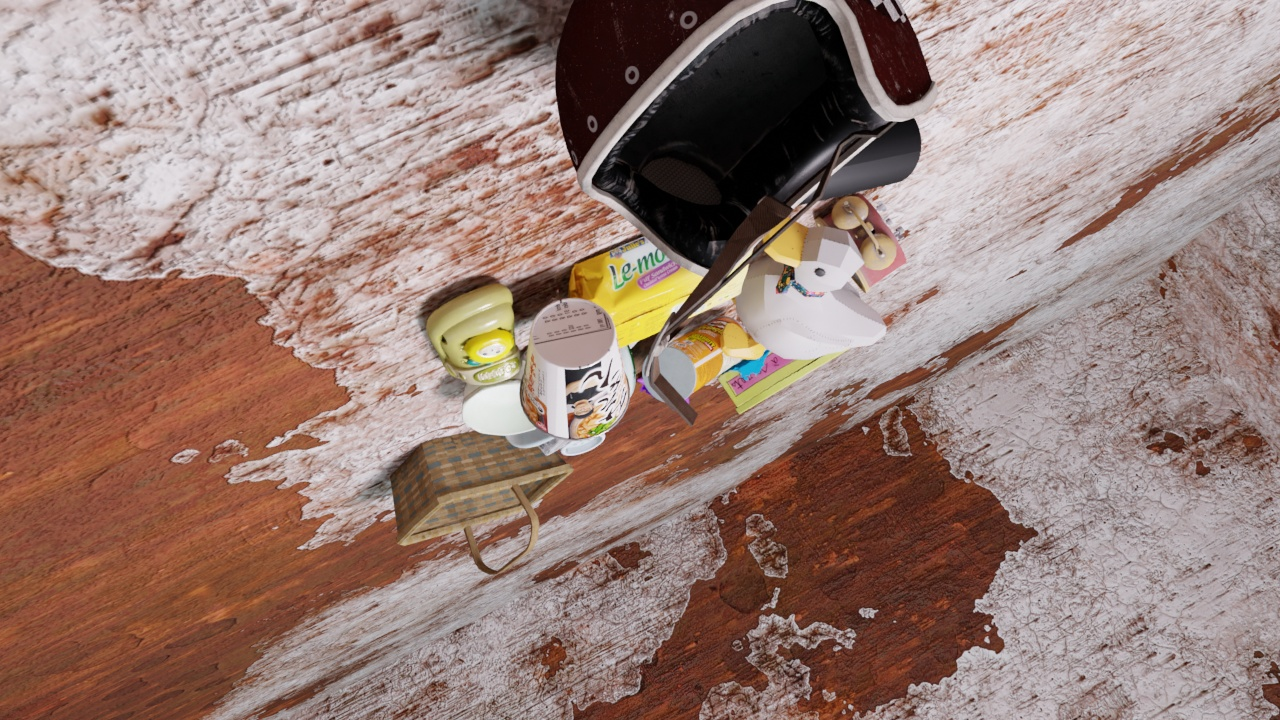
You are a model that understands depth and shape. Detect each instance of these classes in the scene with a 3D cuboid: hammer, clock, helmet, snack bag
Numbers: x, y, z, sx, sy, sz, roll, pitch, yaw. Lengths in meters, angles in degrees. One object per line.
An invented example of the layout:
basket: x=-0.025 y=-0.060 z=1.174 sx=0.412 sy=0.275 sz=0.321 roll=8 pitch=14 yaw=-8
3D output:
hammer: x=-0.008 y=0.008 z=1.312 sx=0.301 sy=0.037 sz=0.217 roll=-45 pitch=172 yaw=23
clock: x=0.290 y=-0.160 z=1.176 sx=0.081 sy=0.117 sz=0.158 roll=-35 pitch=169 yaw=9
helmet: x=0.063 y=-0.158 z=0.593 sx=0.234 sy=0.253 sz=0.233 roll=-39 pitch=-175 yaw=46
snack bag: x=0.024 y=-0.087 z=1.059 sx=0.247 sy=0.068 sz=0.160 roll=-24 pitch=164 yaw=-12
clock: x=-0.111 y=0.112 z=1.448 sx=0.117 sy=0.057 sz=0.083 roll=-4 pitch=152 yaw=-38

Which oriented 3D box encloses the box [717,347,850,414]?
box: x=0.245 y=-0.005 z=1.565 sx=0.221 sy=0.082 sz=0.124 roll=-35 pitch=-178 yaw=16

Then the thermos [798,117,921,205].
thermos: x=0.185 y=-0.207 z=0.931 sx=0.198 sy=0.086 sz=0.086 roll=-17 pitch=160 yaw=-31

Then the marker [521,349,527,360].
marker: x=-0.156 y=0.011 z=1.153 sx=0.017 sy=0.017 sz=0.146 roll=-7 pitch=154 yaw=-49

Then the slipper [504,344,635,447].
slipper: x=-0.103 y=0.044 z=1.194 sx=0.246 sy=0.104 sz=0.074 roll=-33 pitch=167 yaw=32

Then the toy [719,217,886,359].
toy: x=0.207 y=-0.081 z=1.159 sx=0.246 sy=0.140 sz=0.268 roll=25 pitch=156 yaw=-20

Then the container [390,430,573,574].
container: x=-0.220 y=0.208 z=1.331 sx=0.249 sy=0.186 sz=0.158 roll=-8 pitch=154 yaw=-48

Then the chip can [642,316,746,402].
chip can: x=0.081 y=-0.005 z=1.264 sx=0.075 sy=0.075 sz=0.214 roll=-38 pitch=175 yaw=28

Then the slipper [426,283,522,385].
slipper: x=-0.170 y=-0.010 z=0.967 sx=0.091 sy=0.081 sz=0.191 roll=-21 pitch=164 yaw=-15

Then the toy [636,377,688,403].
toy: x=0.043 y=0.037 z=1.452 sx=0.088 sy=0.056 sz=0.106 roll=9 pitch=179 yaw=21

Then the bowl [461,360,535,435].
bowl: x=-0.161 y=0.036 z=1.116 sx=0.117 sy=0.061 sz=0.118 roll=-8 pitch=146 yaw=-5

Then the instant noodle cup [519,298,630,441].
instant noodle cup: x=-0.070 y=0.003 z=0.973 sx=0.123 sy=0.123 sz=0.122 roll=-23 pitch=153 yaw=-16
